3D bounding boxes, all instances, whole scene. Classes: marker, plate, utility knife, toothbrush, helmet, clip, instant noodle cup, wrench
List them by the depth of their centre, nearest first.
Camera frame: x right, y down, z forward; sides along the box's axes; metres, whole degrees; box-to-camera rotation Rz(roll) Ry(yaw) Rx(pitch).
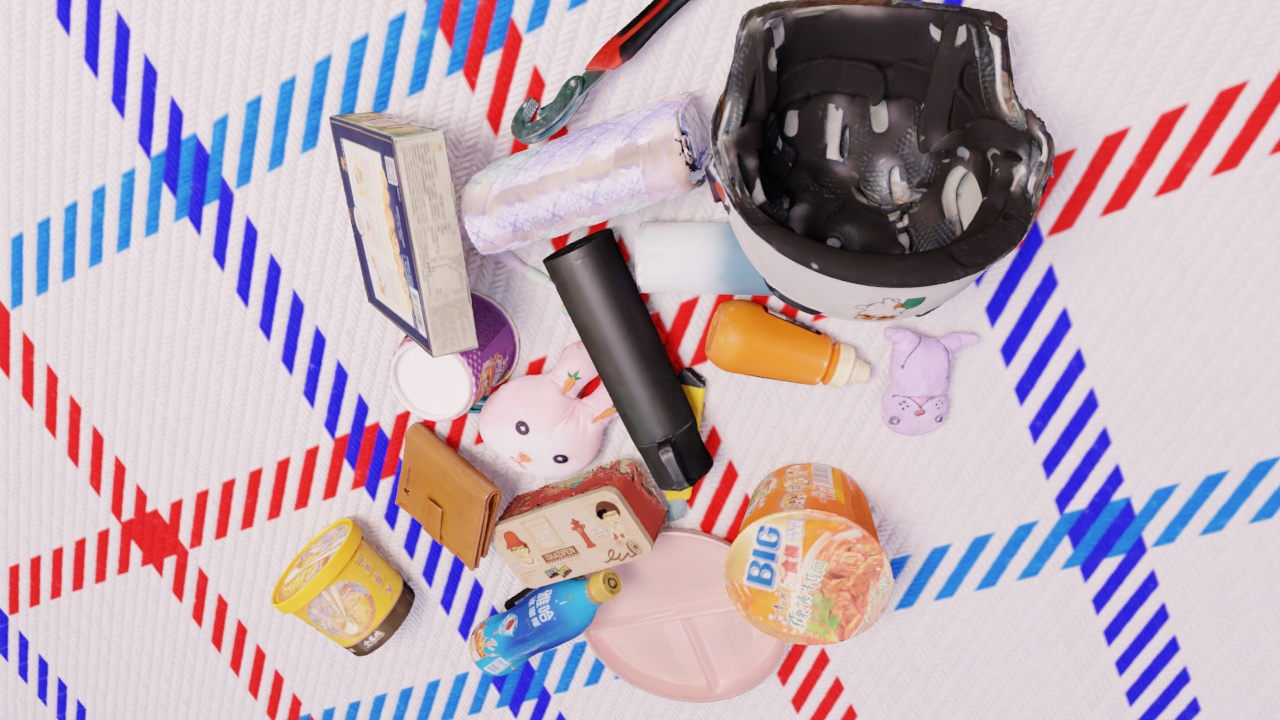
[{"bbox_3d":[0.160,-0.131,0.670,0.230,0.273,0.157,-1,152,2],"label":"helmet"},{"bbox_3d":[-0.004,-0.265,0.738,0.274,0.056,0.016,-36,138,22],"label":"wrench"},{"bbox_3d":[-0.138,-0.100,0.858,0.189,0.029,0.021,33,76,-3],"label":"toothbrush"},{"bbox_3d":[-0.181,0.001,0.870,0.111,0.099,0.112,4,117,9],"label":"instant noodle cup"},{"bbox_3d":[0.160,0.176,0.874,0.151,0.111,0.151,4,115,9],"label":"instant noodle cup"},{"bbox_3d":[0.041,0.087,0.911,0.033,0.015,0.181,15,118,18],"label":"utility knife"},{"bbox_3d":[-0.177,0.043,0.936,0.057,0.014,0.047,4,114,9],"label":"clip"},{"bbox_3d":[0.045,0.275,0.992,0.230,0.028,0.230,5,116,10],"label":"plate"},{"bbox_3d":[-0.322,0.255,1.013,0.119,0.118,0.114,-32,114,23],"label":"instant noodle cup"},{"bbox_3d":[-0.107,0.250,1.018,0.124,0.015,0.018,-35,104,25],"label":"marker"}]

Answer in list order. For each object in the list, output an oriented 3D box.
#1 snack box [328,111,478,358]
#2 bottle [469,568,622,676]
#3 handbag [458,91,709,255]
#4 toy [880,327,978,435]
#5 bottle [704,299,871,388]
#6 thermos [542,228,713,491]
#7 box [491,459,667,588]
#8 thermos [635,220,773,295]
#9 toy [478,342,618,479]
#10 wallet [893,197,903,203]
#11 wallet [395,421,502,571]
[{"bbox_3d":[-0.204,-0.114,0.786,0.045,0.182,0.178,-18,117,-27],"label":"snack box"},{"bbox_3d":[-0.100,0.275,0.979,0.065,0.065,0.219,45,126,-10],"label":"bottle"},{"bbox_3d":[-0.039,-0.151,0.749,0.194,0.134,0.075,-16,109,18],"label":"handbag"},{"bbox_3d":[0.252,0.020,0.823,0.084,0.038,0.108,2,114,1],"label":"toy"},{"bbox_3d":[0.136,-0.008,0.825,0.149,0.066,0.067,16,117,-5],"label":"bottle"},{"bbox_3d":[-0.005,0.005,0.831,0.068,0.090,0.242,-25,103,3],"label":"thermos"},{"bbox_3d":[-0.063,0.162,0.940,0.169,0.075,0.091,-22,109,29],"label":"box"},{"bbox_3d":[0.107,-0.086,0.786,0.221,0.070,0.070,3,115,11],"label":"thermos"},{"bbox_3d":[-0.081,0.052,0.899,0.121,0.054,0.160,40,110,-20],"label":"toy"},{"bbox_3d":[0.252,-0.146,0.755,0.115,0.024,0.087,-40,97,23],"label":"wallet"},{"bbox_3d":[-0.201,0.140,0.946,0.132,0.031,0.108,34,122,30],"label":"wallet"}]
